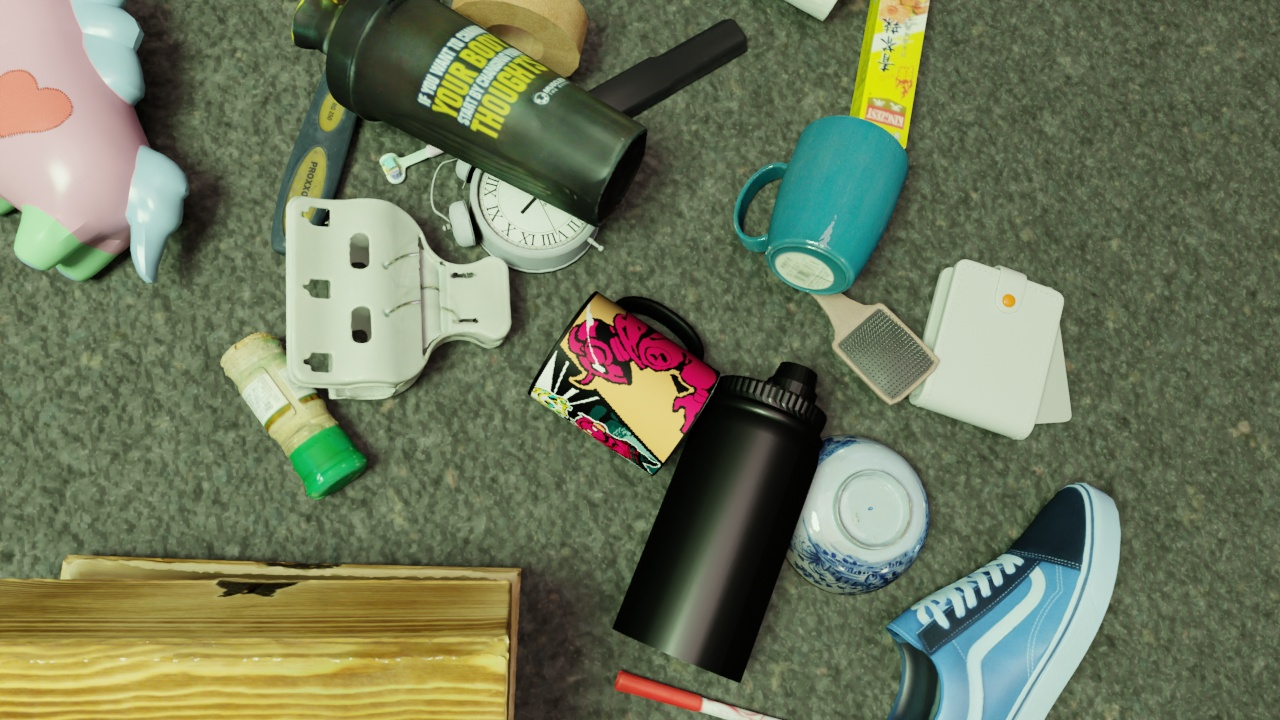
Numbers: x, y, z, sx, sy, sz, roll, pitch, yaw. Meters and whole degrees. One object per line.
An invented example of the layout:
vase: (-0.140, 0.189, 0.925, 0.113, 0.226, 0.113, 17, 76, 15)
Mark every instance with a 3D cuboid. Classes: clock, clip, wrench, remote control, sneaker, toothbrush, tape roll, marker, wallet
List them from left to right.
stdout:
wrench: (-0.208, -0.199, 0.649, 0.073, 0.022, 0.273, 16, 76, -12)
clip: (-0.164, -0.037, 0.614, 0.151, 0.102, 0.126, 4, 77, -37)
toothbrush: (-0.113, -0.167, 0.660, 0.154, 0.015, 0.022, -27, 118, -12)
tape roll: (-0.085, -0.232, 0.637, 0.094, 0.094, 0.027, 14, 76, -6)
clock: (-0.084, -0.113, 0.643, 0.122, 0.035, 0.094, 8, 77, -8)
remote control: (0.021, -0.218, 0.690, 0.136, 0.015, 0.032, -33, 85, -13)
marker: (0.052, 0.230, 0.605, 0.142, 0.013, 0.012, 18, 76, -5)
sneaker: (0.229, 0.172, 0.608, 0.098, 0.083, 0.241, 33, 78, -1)
wallet: (0.268, -0.006, 0.673, 0.115, 0.037, 0.118, 19, 80, -4)

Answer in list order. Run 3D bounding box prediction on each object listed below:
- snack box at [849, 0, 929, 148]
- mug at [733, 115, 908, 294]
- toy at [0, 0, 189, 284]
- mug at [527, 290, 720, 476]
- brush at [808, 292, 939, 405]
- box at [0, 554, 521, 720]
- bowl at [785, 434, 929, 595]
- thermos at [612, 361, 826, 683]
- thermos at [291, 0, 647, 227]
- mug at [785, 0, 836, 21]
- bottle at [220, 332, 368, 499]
snack box: (0.192, -0.228, 0.711, 0.040, 0.029, 0.147, 14, 77, -5)
mug: (0.121, -0.106, 0.650, 0.112, 0.084, 0.104, 10, 64, 30)
toy: (-0.361, -0.157, 0.578, 0.222, 0.120, 0.171, 37, 85, 1)
mug: (-0.004, 0.004, 0.615, 0.098, 0.082, 0.117, 33, 48, -1)
brush: (0.150, -0.031, 0.657, 0.050, 0.015, 0.135, -41, 74, -4)
box: (-0.208, 0.242, 0.502, 0.279, 0.192, 0.251, 2, 93, -9)
bowl: (0.151, 0.104, 0.628, 0.114, 0.045, 0.114, 2, 78, -8)
thermos: (0.059, 0.095, 0.595, 0.086, 0.086, 0.198, 24, 76, -3)
thermos: (-0.106, -0.169, 0.593, 0.221, 0.098, 0.098, 29, 75, 6)
mug: (0.113, -0.318, 0.691, 0.105, 0.082, 0.082, 29, 76, -3)
bottle: (-0.223, 0.035, 0.589, 0.043, 0.043, 0.111, -36, 85, -14)
